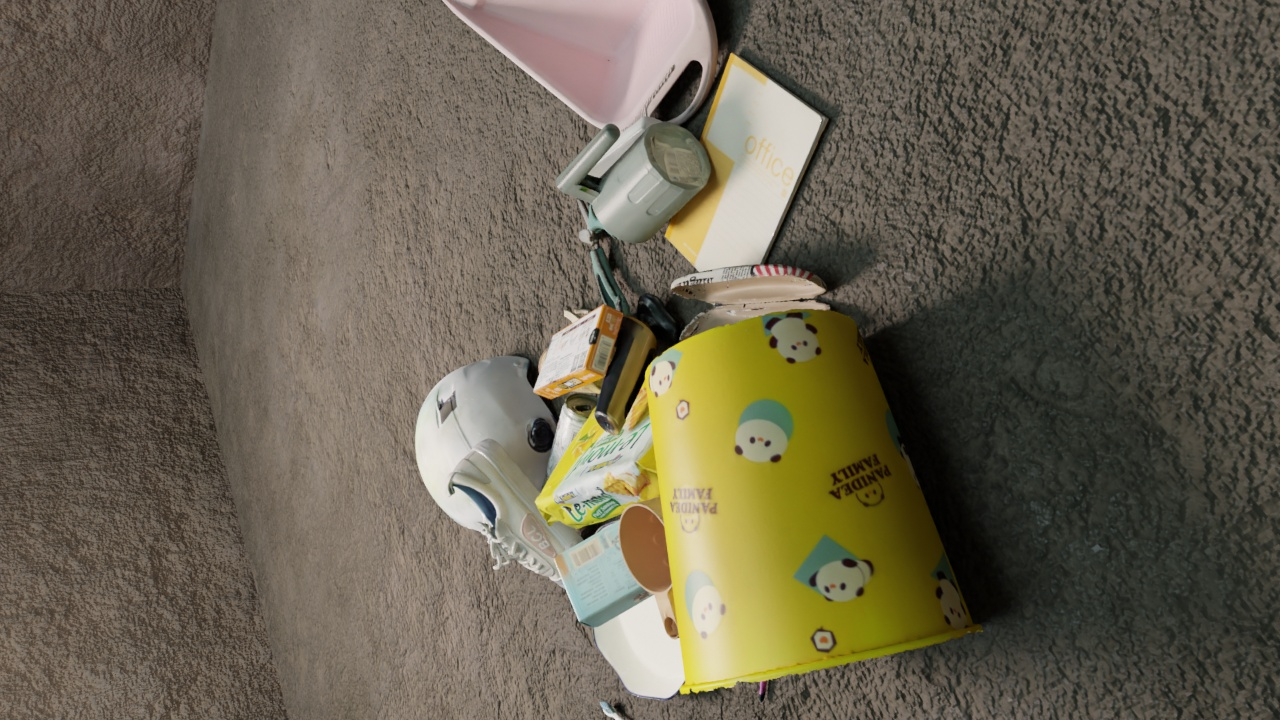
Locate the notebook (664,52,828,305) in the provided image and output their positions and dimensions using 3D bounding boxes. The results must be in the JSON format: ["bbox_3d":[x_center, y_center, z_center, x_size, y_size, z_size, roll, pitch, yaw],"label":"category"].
[{"bbox_3d":[0.094,-0.171,0.889,0.146,0.010,0.207,51,133,38],"label":"notebook"}]

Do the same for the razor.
[{"bbox_3d":[-0.006,0.006,0.954,0.068,0.167,0.062,14,143,11],"label":"razor"}]

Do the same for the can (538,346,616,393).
[{"bbox_3d":[-0.071,0.009,1.101,0.116,0.058,0.058,2,96,54],"label":"can"}]

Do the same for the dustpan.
[{"bbox_3d":[-0.056,-0.350,0.912,0.223,0.273,0.138,-47,32,49],"label":"dustpan"}]

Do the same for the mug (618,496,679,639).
[{"bbox_3d":[0.051,0.178,0.846,0.084,0.103,0.124,-29,77,53],"label":"mug"}]

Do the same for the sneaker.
[{"bbox_3d":[-0.147,0.215,1.128,0.242,0.090,0.090,52,151,-10],"label":"sneaker"}]

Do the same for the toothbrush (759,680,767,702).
[{"bbox_3d":[0.131,0.253,0.896,0.018,0.014,0.189,17,109,39],"label":"toothbrush"}]

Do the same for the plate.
[{"bbox_3d":[0.008,0.279,1.042,0.205,0.045,0.205,11,104,52],"label":"plate"}]

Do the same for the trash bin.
[{"bbox_3d":[0.116,0.112,0.732,0.230,0.229,0.255,-36,61,50],"label":"trash bin"}]

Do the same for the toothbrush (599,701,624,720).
[{"bbox_3d":[0.018,0.454,1.069,0.221,0.026,0.026,17,142,52],"label":"toothbrush"}]

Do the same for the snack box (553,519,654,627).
[{"bbox_3d":[0.002,0.201,0.950,0.175,0.051,0.074,-31,61,5],"label":"snack box"}]

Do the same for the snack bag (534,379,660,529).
[{"bbox_3d":[-0.004,0.090,0.958,0.068,0.157,0.247,41,145,-14],"label":"snack bag"}]

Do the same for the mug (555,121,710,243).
[{"bbox_3d":[-0.007,-0.184,0.919,0.104,0.123,0.083,-36,46,50],"label":"mug"}]

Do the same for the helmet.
[{"bbox_3d":[-0.223,0.126,1.252,0.230,0.145,0.258,-35,67,51],"label":"helmet"}]

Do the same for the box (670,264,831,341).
[{"bbox_3d":[0.095,-0.058,0.841,0.163,0.076,0.087,-2,123,49],"label":"box"}]

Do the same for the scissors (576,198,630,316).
[{"bbox_3d":[-0.040,-0.116,1.050,0.170,0.019,0.181,-168,63,-70],"label":"scissors"}]

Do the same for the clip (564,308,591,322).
[{"bbox_3d":[-0.070,-0.040,1.101,0.099,0.066,0.034,-157,67,-62],"label":"clip"}]

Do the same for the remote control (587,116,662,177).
[{"bbox_3d":[-0.013,-0.217,0.992,0.150,0.058,0.021,-22,54,52],"label":"remote control"}]

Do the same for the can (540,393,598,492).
[{"bbox_3d":[-0.081,0.115,1.131,0.058,0.058,0.147,44,129,42],"label":"can"}]

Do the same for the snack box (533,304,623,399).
[{"bbox_3d":[-0.070,-0.006,1.001,0.154,0.026,0.075,-23,46,61],"label":"snack box"}]
